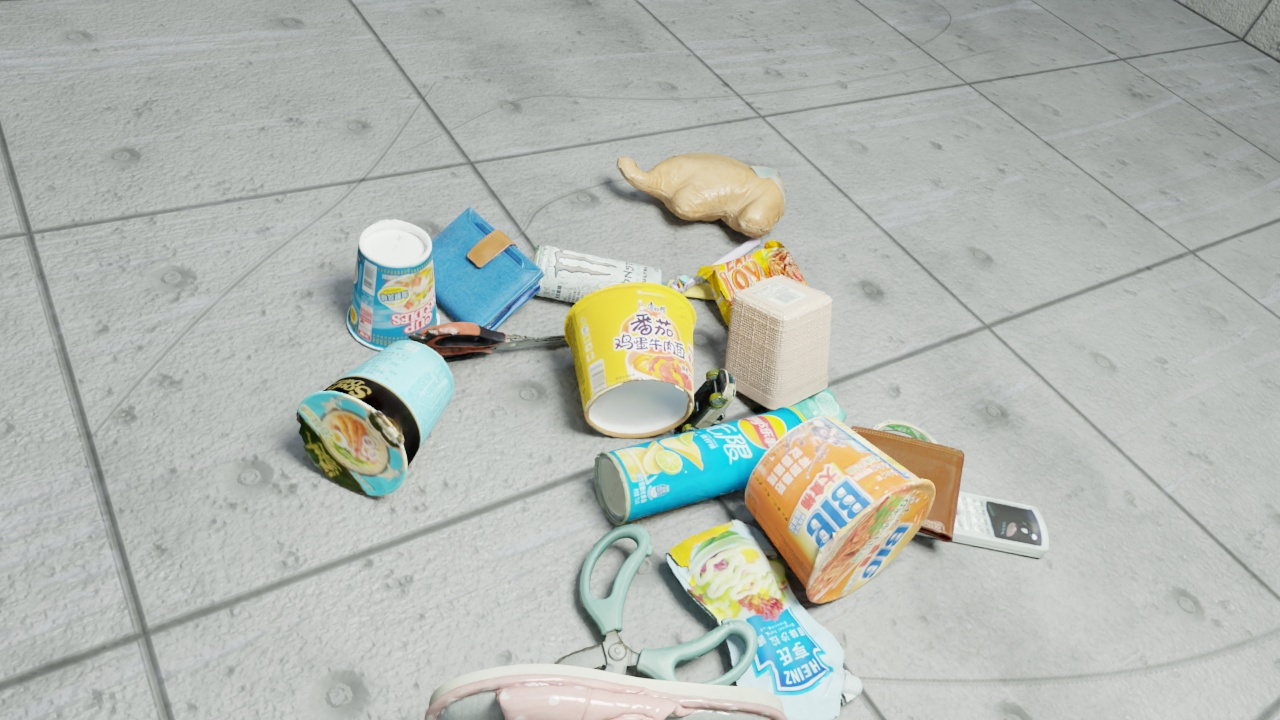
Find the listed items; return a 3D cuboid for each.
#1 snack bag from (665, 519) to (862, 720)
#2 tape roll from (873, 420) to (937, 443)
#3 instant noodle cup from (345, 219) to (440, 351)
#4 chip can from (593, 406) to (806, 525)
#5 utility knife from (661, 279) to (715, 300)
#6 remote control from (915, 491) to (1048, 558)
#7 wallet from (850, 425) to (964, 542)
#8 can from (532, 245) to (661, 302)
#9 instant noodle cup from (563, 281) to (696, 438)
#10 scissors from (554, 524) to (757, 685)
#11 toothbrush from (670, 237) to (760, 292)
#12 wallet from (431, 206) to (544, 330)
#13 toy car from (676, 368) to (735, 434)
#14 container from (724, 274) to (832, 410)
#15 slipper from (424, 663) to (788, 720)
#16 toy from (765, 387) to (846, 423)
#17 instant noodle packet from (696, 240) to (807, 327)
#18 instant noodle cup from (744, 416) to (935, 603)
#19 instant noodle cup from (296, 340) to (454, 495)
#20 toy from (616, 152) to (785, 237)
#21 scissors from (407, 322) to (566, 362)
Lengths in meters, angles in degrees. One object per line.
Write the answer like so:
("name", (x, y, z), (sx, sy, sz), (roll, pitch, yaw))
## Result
("snack bag", (0.106, 0.230, 0.797), (0.110, 0.039, 0.191), (-8, 50, -35))
("tape roll", (0.286, 0.101, 0.991), (0.085, 0.014, 0.085), (8, 45, -8))
("instant noodle cup", (-0.253, -0.080, 0.940), (0.099, 0.110, 0.099), (8, 46, -9))
("chip can", (0.064, 0.099, 0.886), (0.209, 0.071, 0.071), (-12, 51, -26))
("utility knife", (0.072, -0.087, 1.109), (0.219, 0.022, 0.030), (9, 40, -17))
("remote control", (0.344, 0.163, 0.943), (0.150, 0.021, 0.058), (11, 45, -5))
("wallet", (0.260, 0.124, 0.929), (0.125, 0.032, 0.101), (13, 53, 17))
("can", (-0.052, -0.090, 1.046), (0.146, 0.058, 0.058), (11, 45, -6))
("instant noodle cup", (-0.005, 0.005, 0.921), (0.138, 0.138, 0.109), (3, 54, -14))
("scissors", (0.005, 0.211, 0.774), (0.170, 0.019, 0.179), (-10, 55, -6))
("toothbrush", (0.099, -0.123, 1.140), (0.029, 0.021, 0.188), (-2, 21, 39))
("wallet", (-0.182, -0.097, 1.008), (0.106, 0.040, 0.133), (-44, 67, -10))
("toy car", (0.068, 0.047, 0.926), (0.035, 0.091, 0.042), (19, 39, -22))
("container", (0.148, -0.023, 0.986), (0.090, 0.111, 0.090), (-22, 37, -33))
("slipper", (-0.019, 0.273, 0.668), (0.274, 0.114, 0.054), (10, 40, -16))
("toy", (0.180, 0.064, 0.986), (0.091, 0.030, 0.096), (-13, 49, -22))
("instant noodle packet", (0.140, -0.083, 1.089), (0.128, 0.044, 0.110), (-21, 77, -30))
("instant noodle cup", (0.175, 0.130, 0.841), (0.151, 0.152, 0.111), (-18, 48, -31))
("instant noodle cup", (-0.230, 0.043, 0.837), (0.111, 0.111, 0.120), (24, 37, 7))
("toy", (0.080, -0.228, 1.206), (0.226, 0.083, 0.143), (15, 32, 2))
("scissors", (-0.142, -0.022, 0.940), (0.207, 0.193, 0.015), (-16, 74, 4))
